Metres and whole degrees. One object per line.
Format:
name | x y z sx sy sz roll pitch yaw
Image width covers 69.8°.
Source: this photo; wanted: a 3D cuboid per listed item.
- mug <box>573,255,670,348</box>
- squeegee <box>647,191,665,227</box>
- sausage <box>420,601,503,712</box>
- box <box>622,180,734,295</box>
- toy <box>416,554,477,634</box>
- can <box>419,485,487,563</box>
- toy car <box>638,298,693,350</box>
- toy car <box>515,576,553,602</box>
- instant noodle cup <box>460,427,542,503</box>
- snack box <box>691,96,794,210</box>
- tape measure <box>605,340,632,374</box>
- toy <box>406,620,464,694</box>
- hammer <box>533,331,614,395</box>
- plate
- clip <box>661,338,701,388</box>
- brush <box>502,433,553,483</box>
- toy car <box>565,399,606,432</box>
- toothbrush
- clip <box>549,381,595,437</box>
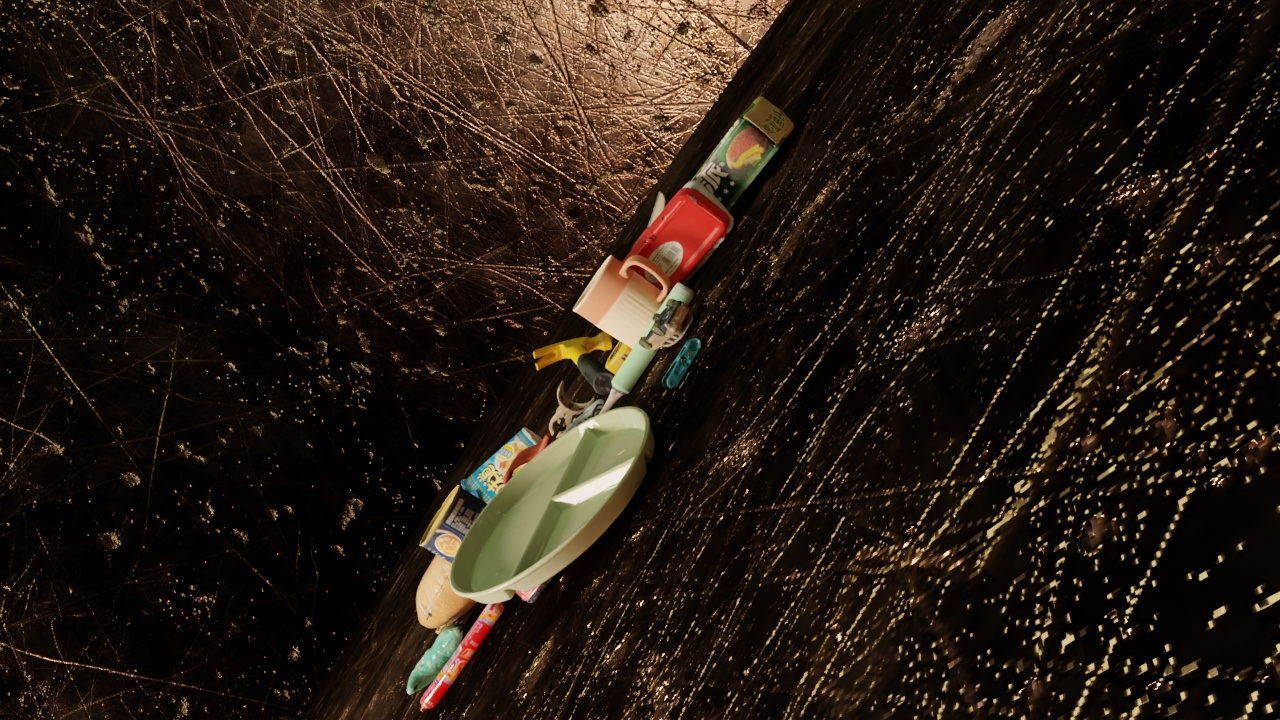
mug | -0.009 -0.075 1.120 0.115 0.106 0.081 -49 11 40
squeegee | 0.005 -0.087 1.318 0.246 0.039 0.247 -85 12 -61
sausage | -0.188 0.310 0.965 0.156 0.020 0.020 -55 9 8
box | 0.036 -0.132 1.164 0.202 0.090 0.067 -49 12 34
toy | -0.223 0.271 1.123 0.227 0.082 0.143 -53 -12 28
can | -0.172 0.197 0.999 0.075 0.111 0.075 -53 11 15
toy car | 0.028 -0.035 1.011 0.042 0.035 0.091 -58 8 -22
toy car | -0.097 0.179 0.875 0.053 0.045 0.120 -52 7 16
instant noodle cup | -0.163 0.151 1.209 0.110 0.099 0.099 -47 9 -1
snack box | 0.095 -0.220 1.188 0.241 0.063 0.114 -50 3 34
tape measure | -0.019 -0.007 1.183 0.057 0.029 0.059 -50 10 29
toy | -0.235 0.343 1.081 0.092 0.030 0.096 -50 2 4
hammer | -0.080 0.004 1.330 0.128 0.033 0.301 -14 13 -10
plate | -0.076 0.128 0.820 0.230 0.027 0.230 -37 16 12
clip | 0.040 0.003 0.878 0.056 0.014 0.041 -58 9 -6
brush | -0.108 0.125 1.045 0.146 0.069 0.063 -44 15 53
toy car | -0.074 0.090 1.120 0.105 0.031 0.049 -58 9 -16
toothbrush | -0.006 0.006 1.076 0.224 0.026 0.027 -56 -29 -2
clip | -0.102 0.075 1.324 0.098 0.064 0.034 -58 4 45
